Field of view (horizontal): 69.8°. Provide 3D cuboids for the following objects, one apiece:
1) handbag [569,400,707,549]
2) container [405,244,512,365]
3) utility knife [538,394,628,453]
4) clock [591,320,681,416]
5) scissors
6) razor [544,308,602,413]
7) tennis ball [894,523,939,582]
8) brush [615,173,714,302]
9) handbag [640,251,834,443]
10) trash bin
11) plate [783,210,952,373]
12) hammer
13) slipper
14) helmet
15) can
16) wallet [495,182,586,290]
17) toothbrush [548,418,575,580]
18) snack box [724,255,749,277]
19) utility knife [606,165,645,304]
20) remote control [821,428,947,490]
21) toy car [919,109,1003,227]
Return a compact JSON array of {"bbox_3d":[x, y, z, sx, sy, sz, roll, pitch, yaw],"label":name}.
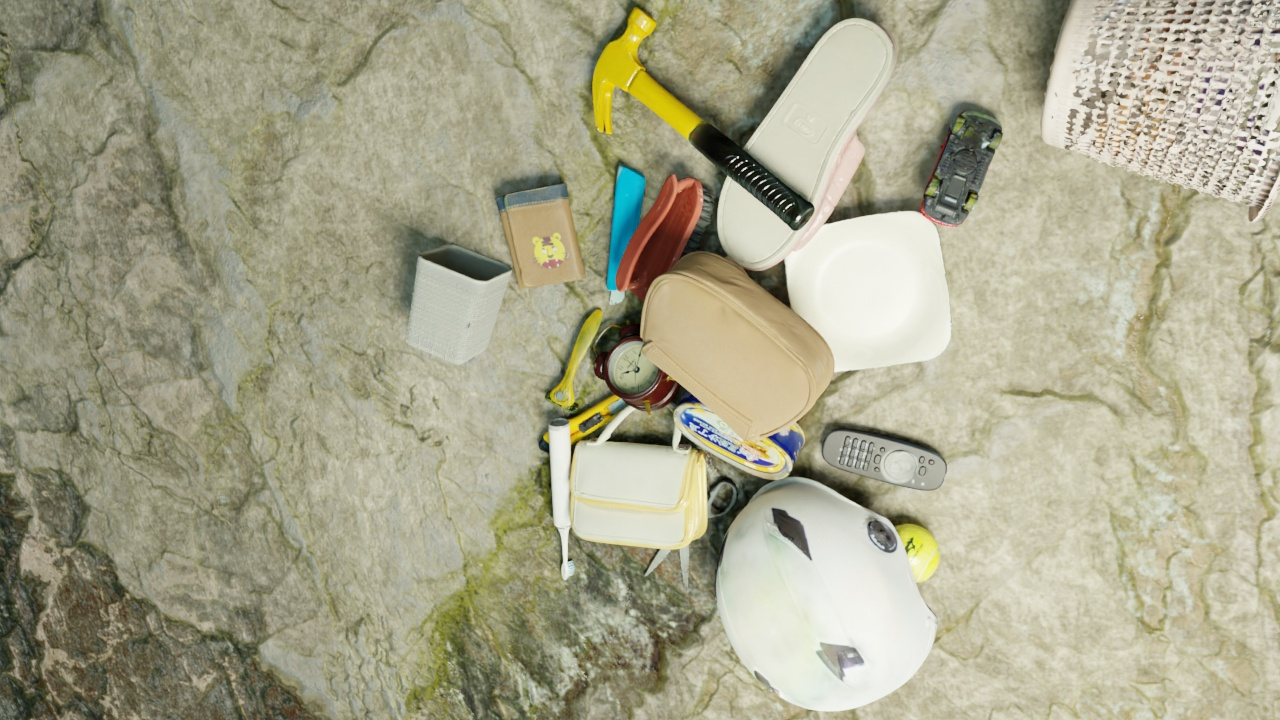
[{"bbox_3d":[-0.006,0.130,1.088,0.163,0.063,0.179,2,98,22],"label":"handbag"},{"bbox_3d":[-0.220,-0.066,1.096,0.090,0.090,0.114,23,112,11],"label":"container"},{"bbox_3d":[-0.049,0.064,1.111,0.193,0.015,0.033,-33,111,21],"label":"utility knife"},{"bbox_3d":[-0.006,0.006,1.057,0.082,0.055,0.122,-48,64,7],"label":"clock"},{"bbox_3d":[0.052,0.197,1.119,0.179,0.014,0.159,-32,92,22],"label":"scissors"},{"bbox_3d":[-0.075,-0.002,1.102,0.043,0.028,0.133,28,108,12],"label":"razor"},{"bbox_3d":[0.300,0.215,1.024,0.065,0.065,0.065,4,105,15],"label":"tennis ball"},{"bbox_3d":[0.026,-0.134,1.007,0.063,0.069,0.146,46,116,43],"label":"brush"},{"bbox_3d":[0.097,-0.015,0.958,0.204,0.099,0.148,41,133,9],"label":"handbag"},{"bbox_3d":[0.465,-0.249,0.794,0.192,0.226,0.228,16,108,25],"label":"trash bin"},{"bbox_3d":[0.243,-0.073,0.984,0.164,0.034,0.164,-7,101,19],"label":"plate"},{"bbox_3d":[0.061,-0.237,0.958,0.301,0.032,0.129,44,114,20],"label":"hammer"},{"bbox_3d":[0.171,-0.218,0.948,0.114,0.054,0.275,35,109,22],"label":"slipper"},{"bbox_3d":[0.174,0.266,0.999,0.230,0.145,0.258,-38,77,38],"label":"helmet"},{"bbox_3d":[0.111,0.077,1.037,0.148,0.049,0.075,29,139,5],"label":"can"},{"bbox_3d":[-0.117,-0.145,1.075,0.090,0.033,0.115,-8,105,17],"label":"wallet"},{"bbox_3d":[-0.096,0.177,1.141,0.027,0.026,0.221,23,121,47],"label":"toothbrush"},{"bbox_3d":[0.111,-0.033,1.021,0.085,0.026,0.157,-30,93,45],"label":"snack box"},{"bbox_3d":[-0.020,-0.140,1.054,0.034,0.018,0.162,14,109,16],"label":"utility knife"},{"bbox_3d":[0.272,0.109,1.027,0.136,0.024,0.053,15,106,11],"label":"remote control"},{"bbox_3d":[0.319,-0.191,0.919,0.053,0.045,0.120,24,86,5],"label":"toy car"}]
